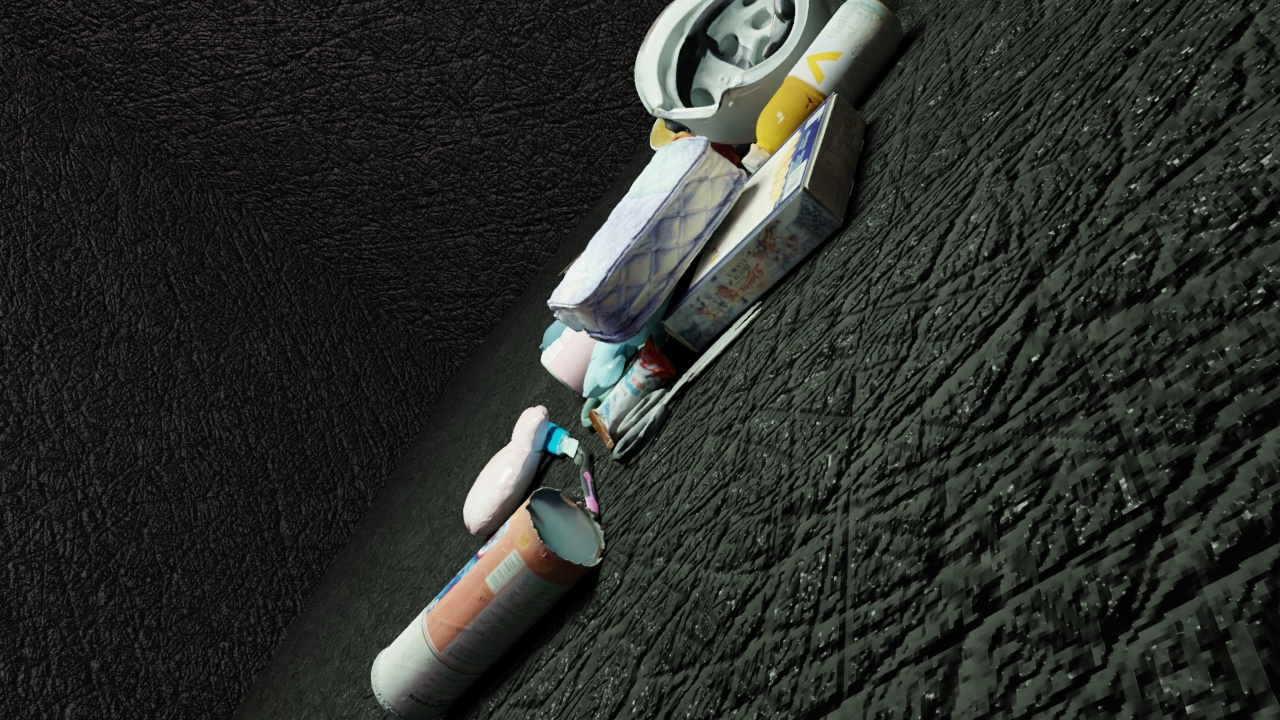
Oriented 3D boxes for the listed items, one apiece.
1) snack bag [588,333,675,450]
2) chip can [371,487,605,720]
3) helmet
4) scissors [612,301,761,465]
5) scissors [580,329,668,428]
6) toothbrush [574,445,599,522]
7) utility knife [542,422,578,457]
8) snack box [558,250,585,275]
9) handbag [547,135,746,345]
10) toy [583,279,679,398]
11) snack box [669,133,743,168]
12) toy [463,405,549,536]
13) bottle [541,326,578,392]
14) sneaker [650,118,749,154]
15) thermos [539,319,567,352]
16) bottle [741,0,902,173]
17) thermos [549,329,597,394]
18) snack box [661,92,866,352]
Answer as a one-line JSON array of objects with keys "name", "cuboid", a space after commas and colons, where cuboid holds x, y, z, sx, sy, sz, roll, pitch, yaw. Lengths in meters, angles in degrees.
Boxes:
[{"name": "snack bag", "cuboid": [-0.009, 0.029, 0.819, 0.104, 0.026, 0.048, -48, 56, 18]}, {"name": "chip can", "cuboid": [-0.117, 0.188, 0.688, 0.215, 0.071, 0.071, -47, 13, 24]}, {"name": "helmet", "cuboid": [0.124, -0.350, 1.079, 0.259, 0.145, 0.229, 10, 76, 53]}, {"name": "scissors", "cuboid": [0.034, 0.014, 0.752, 0.170, 0.014, 0.151, -56, 13, -15]}, {"name": "scissors", "cuboid": [-0.003, 0.003, 0.922, 0.175, 0.019, 0.175, -57, 11, -21]}, {"name": "toothbrush", "cuboid": [-0.047, 0.107, 0.799, 0.018, 0.014, 0.189, -62, 11, 7]}, {"name": "utility knife", "cuboid": [-0.091, 0.090, 1.008, 0.034, 0.018, 0.205, -67, 14, -6]}, {"name": "snack box", "cuboid": [-0.027, -0.147, 1.093, 0.125, 0.053, 0.113, -58, 12, -24]}, {"name": "handbag", "cuboid": [0.005, -0.103, 0.817, 0.193, 0.075, 0.134, -53, 21, -8]}, {"name": "toy", "cuboid": [0.001, -0.040, 0.884, 0.157, 0.050, 0.161, -42, 17, 35]}, {"name": "snack box", "cuboid": [0.078, -0.250, 1.182, 0.080, 0.091, 0.081, -25, 29, 52]}, {"name": "toy", "cuboid": [-0.147, 0.124, 1.027, 0.159, 0.054, 0.121, -62, 14, -11]}, {"name": "bottle", "cuboid": [-0.033, -0.054, 1.089, 0.197, 0.068, 0.068, -49, 12, 3]}, {"name": "sneaker", "cuboid": [0.124, -0.326, 1.234, 0.242, 0.087, 0.118, -18, 55, 36]}, {"name": "thermos", "cuboid": [-0.075, -0.046, 1.235, 0.070, 0.070, 0.221, -58, 12, -23]}, {"name": "bottle", "cuboid": [0.170, -0.255, 0.878, 0.189, 0.068, 0.068, -52, 11, 6]}, {"name": "thermos", "cuboid": [-0.018, -0.052, 1.011, 0.199, 0.067, 0.087, -51, -2, 6]}, {"name": "snack box", "cuboid": [0.106, -0.119, 0.780, 0.183, 0.046, 0.177, -43, 15, 40]}]
